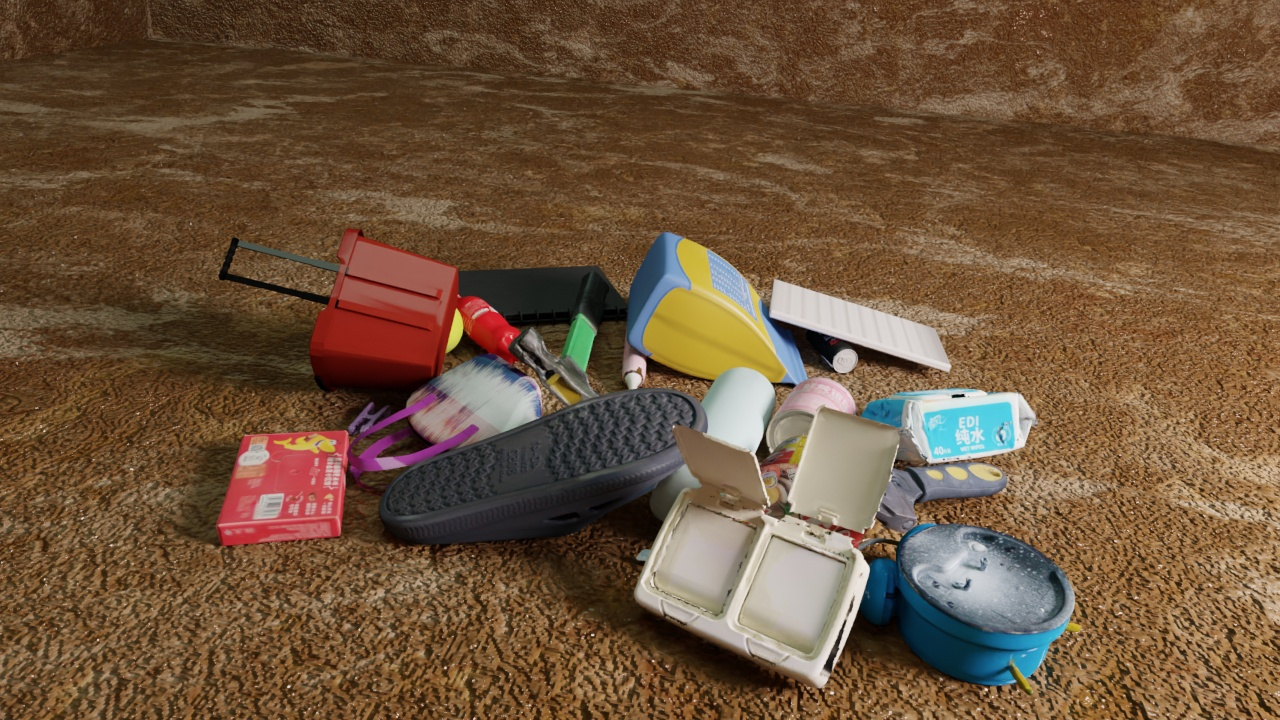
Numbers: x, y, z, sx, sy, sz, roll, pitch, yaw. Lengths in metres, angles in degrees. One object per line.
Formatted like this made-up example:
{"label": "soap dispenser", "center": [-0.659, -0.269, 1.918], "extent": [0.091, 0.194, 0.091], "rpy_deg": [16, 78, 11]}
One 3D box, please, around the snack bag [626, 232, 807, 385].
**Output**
{"label": "snack bag", "center": [0.093, -0.044, 1.036], "extent": [0.205, 0.102, 0.158], "rpy_deg": [25, 24, -11]}

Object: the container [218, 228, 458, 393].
{"label": "container", "center": [-0.290, -0.049, 0.898], "extent": [0.201, 0.127, 0.147], "rpy_deg": [12, 67, -7]}

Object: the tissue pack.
{"label": "tissue pack", "center": [0.278, 0.058, 0.849], "extent": [0.144, 0.061, 0.093], "rpy_deg": [-6, 0, -17]}

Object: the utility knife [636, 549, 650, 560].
{"label": "utility knife", "center": [0.073, 0.164, 0.689], "extent": [0.158, 0.015, 0.022], "rpy_deg": [10, 58, 15]}

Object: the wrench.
{"label": "wrench", "center": [0.237, 0.099, 0.738], "extent": [0.272, 0.022, 0.073], "rpy_deg": [6, 35, -48]}

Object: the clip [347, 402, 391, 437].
{"label": "clip", "center": [-0.254, 0.056, 0.864], "extent": [0.036, 0.013, 0.052], "rpy_deg": [7, 28, 9]}

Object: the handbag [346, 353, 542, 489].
{"label": "handbag", "center": [-0.178, 0.063, 0.816], "extent": [0.169, 0.068, 0.145], "rpy_deg": [-26, 39, -35]}

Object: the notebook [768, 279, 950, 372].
{"label": "notebook", "center": [0.257, -0.045, 1.092], "extent": [0.210, 0.009, 0.142], "rpy_deg": [18, 22, 4]}

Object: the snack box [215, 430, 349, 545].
{"label": "snack box", "center": [-0.290, 0.101, 0.755], "extent": [0.089, 0.021, 0.133], "rpy_deg": [-2, 26, -13]}

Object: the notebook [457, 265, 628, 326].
{"label": "notebook", "center": [-0.145, -0.082, 1.159], "extent": [0.231, 0.019, 0.169], "rpy_deg": [-4, 26, -16]}

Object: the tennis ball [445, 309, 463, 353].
{"label": "tennis ball", "center": [-0.226, -0.037, 0.998], "extent": [0.065, 0.065, 0.065], "rpy_deg": [3, 26, -2]}

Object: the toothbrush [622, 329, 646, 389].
{"label": "toothbrush", "center": [-0.006, 0.006, 0.987], "extent": [0.027, 0.027, 0.222], "rpy_deg": [28, 23, -12]}

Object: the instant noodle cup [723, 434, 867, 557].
{"label": "instant noodle cup", "center": [0.124, 0.109, 0.728], "extent": [0.100, 0.100, 0.112], "rpy_deg": [10, 18, 12]}

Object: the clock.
{"label": "clock", "center": [0.224, 0.165, 0.657], "extent": [0.116, 0.060, 0.161], "rpy_deg": [-21, 34, -40]}

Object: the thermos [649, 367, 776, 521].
{"label": "thermos", "center": [0.068, 0.075, 0.810], "extent": [0.078, 0.065, 0.206], "rpy_deg": [-27, 12, 29]}

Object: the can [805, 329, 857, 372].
{"label": "can", "center": [0.220, -0.016, 1.059], "extent": [0.031, 0.032, 0.080], "rpy_deg": [-2, 27, -13]}

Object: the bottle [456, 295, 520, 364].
{"label": "bottle", "center": [-0.175, -0.040, 1.024], "extent": [0.041, 0.042, 0.141], "rpy_deg": [-17, 40, -36]}

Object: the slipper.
{"label": "slipper", "center": [-0.070, 0.103, 0.731], "extent": [0.268, 0.083, 0.110], "rpy_deg": [-16, 30, 1]}

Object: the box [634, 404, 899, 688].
{"label": "box", "center": [0.078, 0.109, 0.613], "extent": [0.145, 0.186, 0.101], "rpy_deg": [15, -6, 27]}

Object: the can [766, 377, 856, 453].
{"label": "can", "center": [0.160, 0.059, 0.853], "extent": [0.067, 0.067, 0.076], "rpy_deg": [15, 29, 21]}

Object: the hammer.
{"label": "hammer", "center": [-0.061, -0.033, 0.976], "extent": [0.130, 0.032, 0.318], "rpy_deg": [44, 18, -15]}
